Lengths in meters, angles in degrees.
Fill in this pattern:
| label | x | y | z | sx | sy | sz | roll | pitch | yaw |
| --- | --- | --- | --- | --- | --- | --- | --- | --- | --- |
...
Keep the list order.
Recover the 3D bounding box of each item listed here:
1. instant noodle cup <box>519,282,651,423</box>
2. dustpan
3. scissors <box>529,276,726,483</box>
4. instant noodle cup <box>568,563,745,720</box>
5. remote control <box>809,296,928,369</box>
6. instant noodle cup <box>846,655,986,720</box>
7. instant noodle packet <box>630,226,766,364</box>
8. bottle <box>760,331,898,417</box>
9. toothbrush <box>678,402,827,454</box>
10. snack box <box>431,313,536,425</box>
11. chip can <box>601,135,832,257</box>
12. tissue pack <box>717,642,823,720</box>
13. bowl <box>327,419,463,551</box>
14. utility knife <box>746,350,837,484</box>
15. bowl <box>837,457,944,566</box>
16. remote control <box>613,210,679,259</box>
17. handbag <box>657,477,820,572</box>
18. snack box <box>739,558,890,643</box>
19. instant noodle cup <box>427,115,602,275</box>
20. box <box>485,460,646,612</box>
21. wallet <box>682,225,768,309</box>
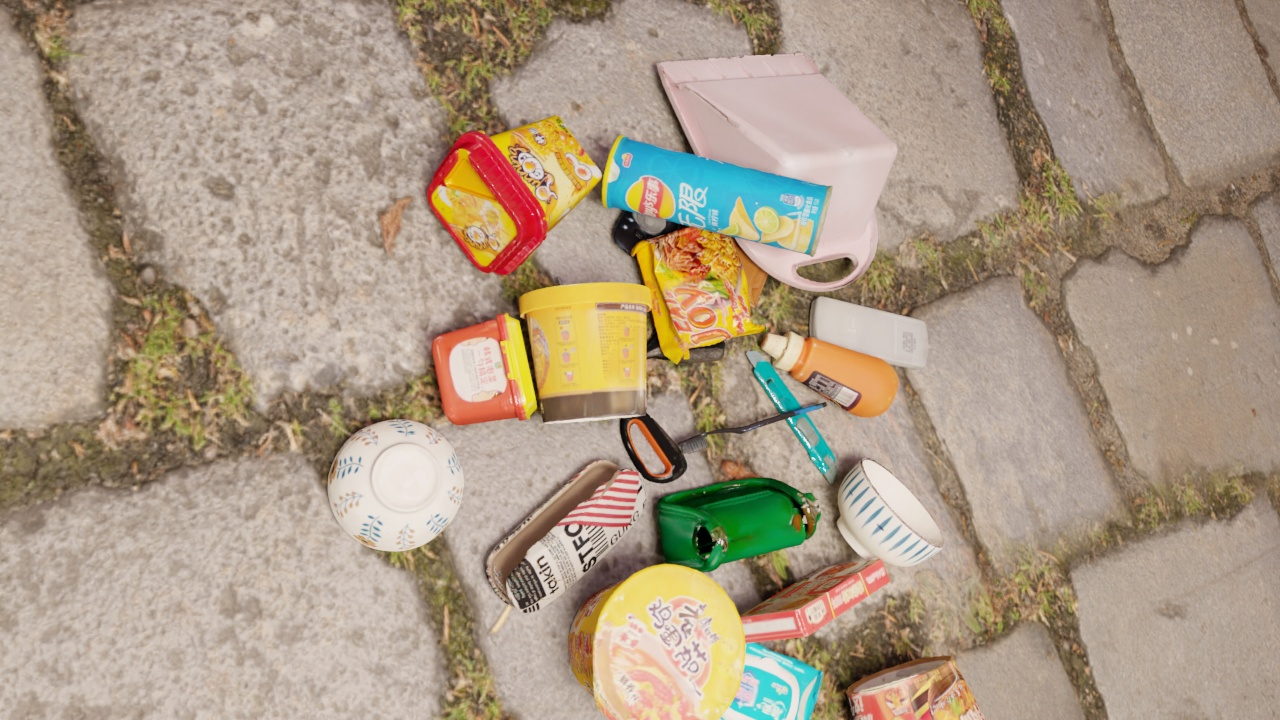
| label | x | y | z | sx | sy | sz | roll | pitch | yaw |
| --- | --- | --- | --- | --- | --- | --- | --- | --- | --- |
| instant noodle cup | -0.045 | -0.004 | 0.819 | 0.118 | 0.119 | 0.114 | -3 | 85 | -25 |
| dustpan | 0.151 | -0.210 | 1.007 | 0.222 | 0.139 | 0.273 | -12 | 49 | -29 |
| scissors | -0.005 | 0.010 | 0.899 | 0.220 | 0.022 | 0.233 | -26 | 89 | -27 |
| instant noodle cup | 0.005 | 0.247 | 0.794 | 0.138 | 0.110 | 0.138 | 6 | 75 | -23 |
| remote control | 0.255 | -0.029 | 1.024 | 0.150 | 0.021 | 0.058 | 12 | 72 | -21 |
| instant noodle cup | 0.265 | 0.352 | 0.877 | 0.137 | 0.138 | 0.108 | -13 | 74 | -26 |
| instant noodle packet | 0.058 | -0.070 | 0.909 | 0.110 | 0.044 | 0.128 | -17 | 85 | -19 |
| bottle | 0.195 | 0.008 | 0.969 | 0.149 | 0.067 | 0.066 | 23 | 68 | -9 |
| toothbrush | 0.118 | 0.066 | 0.926 | 0.189 | 0.014 | 0.016 | -12 | 87 | -29 |
| snack box | -0.138 | 0.012 | 0.807 | 0.080 | 0.082 | 0.091 | -11 | 81 | -8 |
| chip can | 0.072 | -0.158 | 0.879 | 0.210 | 0.071 | 0.071 | 15 | 69 | 7 |
| tissue pack | 0.103 | 0.311 | 0.855 | 0.133 | 0.050 | 0.093 | 27 | 67 | -16 |
| bowl | -0.200 | 0.101 | 0.769 | 0.113 | 0.062 | 0.113 | 7 | 73 | -22 |
| utility knife | 0.161 | 0.057 | 0.965 | 0.029 | 0.013 | 0.166 | -37 | 94 | -32 |
| bowl | 0.244 | 0.164 | 0.934 | 0.116 | 0.116 | 0.066 | 39 | 109 | -10 |
| remote control | 0.019 | -0.158 | 0.950 | 0.053 | 0.024 | 0.136 | 39 | 68 | -6 |
| handbag | 0.088 | 0.150 | 0.851 | 0.131 | 0.120 | 0.068 | -8 | 86 | -27 |
| snack box | 0.165 | 0.225 | 0.864 | 0.152 | 0.075 | 0.025 | -12 | 82 | -46 |
| instant noodle cup | -0.112 | -0.160 | 0.852 | 0.116 | 0.116 | 0.123 | 53 | 51 | -3 |
| box | -0.068 | 0.155 | 0.827 | 0.163 | 0.082 | 0.075 | -43 | 130 | -27 |
| wallet | 0.097 | -0.131 | 0.976 | 0.108 | 0.031 | 0.131 | 31 | 68 | -12 |
